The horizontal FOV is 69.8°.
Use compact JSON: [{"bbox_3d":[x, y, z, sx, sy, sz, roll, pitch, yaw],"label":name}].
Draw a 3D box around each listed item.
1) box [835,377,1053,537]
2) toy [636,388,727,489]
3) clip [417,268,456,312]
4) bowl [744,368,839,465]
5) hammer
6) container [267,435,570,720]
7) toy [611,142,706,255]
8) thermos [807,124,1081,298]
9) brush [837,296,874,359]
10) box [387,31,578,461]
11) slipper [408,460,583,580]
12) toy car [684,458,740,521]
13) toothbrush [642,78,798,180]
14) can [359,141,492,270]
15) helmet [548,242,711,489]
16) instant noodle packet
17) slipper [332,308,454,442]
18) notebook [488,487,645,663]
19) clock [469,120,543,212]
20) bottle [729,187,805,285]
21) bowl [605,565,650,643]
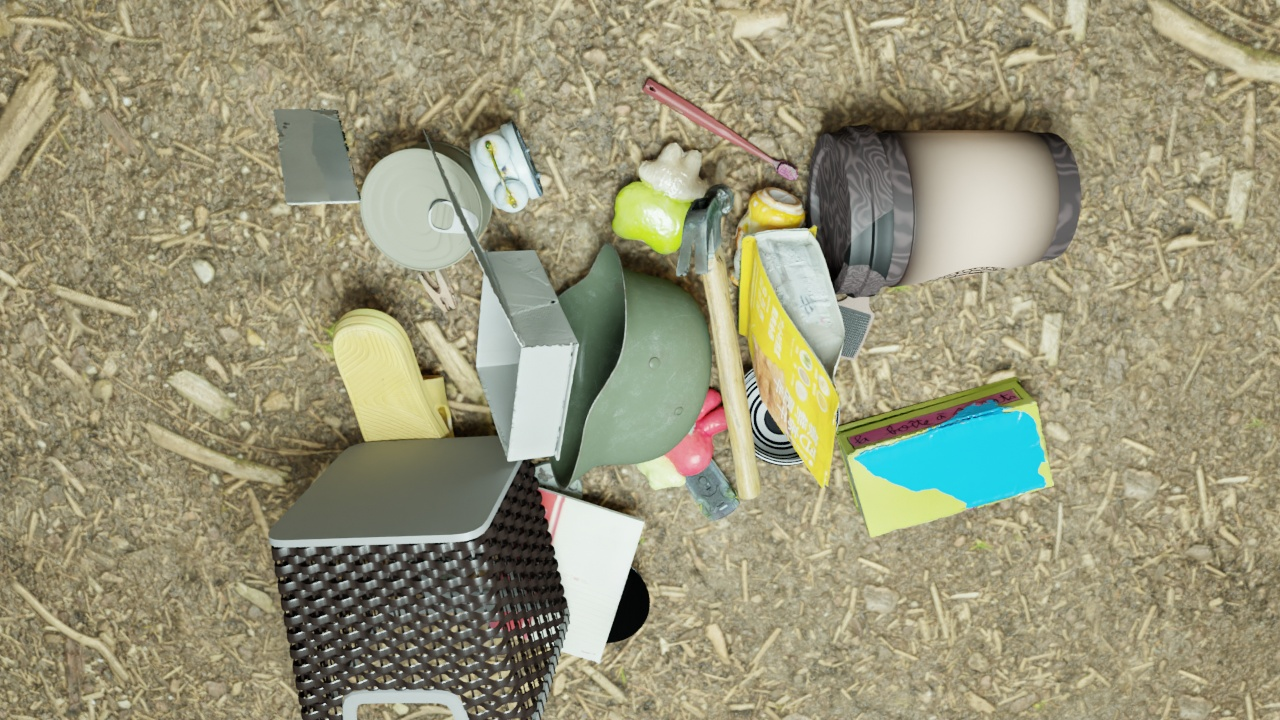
[{"bbox_3d":[0.352,0.112,1.068,0.221,0.079,0.124,-20,110,7],"label":"box"},{"bbox_3d":[0.050,0.091,1.074,0.135,0.045,0.091,-47,63,4],"label":"toy"},{"bbox_3d":[-0.222,-0.087,1.042,0.045,0.025,0.061,-26,115,13],"label":"clip"},{"bbox_3d":[0.163,0.063,1.052,0.120,0.066,0.120,-1,77,3],"label":"bowl"},{"bbox_3d":[0.089,-0.002,0.940,0.033,0.131,0.331,-3,115,20],"label":"hammer"},{"bbox_3d":[-0.228,0.240,0.991,0.247,0.245,0.244,-3,110,8],"label":"container"},{"bbox_3d":[0.025,-0.176,0.985,0.092,0.043,0.118,23,108,-4],"label":"toy"},{"bbox_3d":[0.299,-0.155,0.921,0.226,0.172,0.173,-5,111,-3],"label":"thermos"},{"bbox_3d":[0.245,-0.064,1.033,0.050,0.015,0.136,16,111,-5],"label":"brush"},{"bbox_3d":[-0.135,-0.092,0.882,0.108,0.166,0.420,-16,134,-13],"label":"box"},{"bbox_3d":[-0.196,0.205,1.138,0.269,0.054,0.098,-31,104,12],"label":"slipper"},{"bbox_3d":[0.078,0.142,1.111,0.048,0.033,0.105,-34,93,15],"label":"toy car"},{"bbox_3d":[0.086,-0.242,0.970,0.190,0.016,0.016,29,110,-9],"label":"toothbrush"},{"bbox_3d":[-0.226,-0.167,0.982,0.128,0.073,0.128,1,111,2],"label":"can"},{"bbox_3d":[-0.006,0.006,0.983,0.153,0.226,0.268,1,123,-16],"label":"helmet"},{"bbox_3d":[0.164,-0.002,0.927,0.084,0.221,0.163,-9,142,-4],"label":"instant noodle packet"},{"bbox_3d":[-0.278,0.038,1.059,0.099,0.078,0.264,-5,132,5],"label":"slipper"},{"bbox_3d":[-0.094,0.263,1.124,0.153,0.012,0.209,17,109,2],"label":"notebook"},{"bbox_3d":[-0.137,-0.198,0.944,0.057,0.117,0.083,-21,109,3],"label":"clock"},{"bbox_3d":[0.132,-0.129,0.988,0.063,0.063,0.109,19,121,-5],"label":"bottle"},{"bbox_3d":[-0.046,0.288,1.160,0.124,0.052,0.124,2,106,8],"label":"bowl"}]
